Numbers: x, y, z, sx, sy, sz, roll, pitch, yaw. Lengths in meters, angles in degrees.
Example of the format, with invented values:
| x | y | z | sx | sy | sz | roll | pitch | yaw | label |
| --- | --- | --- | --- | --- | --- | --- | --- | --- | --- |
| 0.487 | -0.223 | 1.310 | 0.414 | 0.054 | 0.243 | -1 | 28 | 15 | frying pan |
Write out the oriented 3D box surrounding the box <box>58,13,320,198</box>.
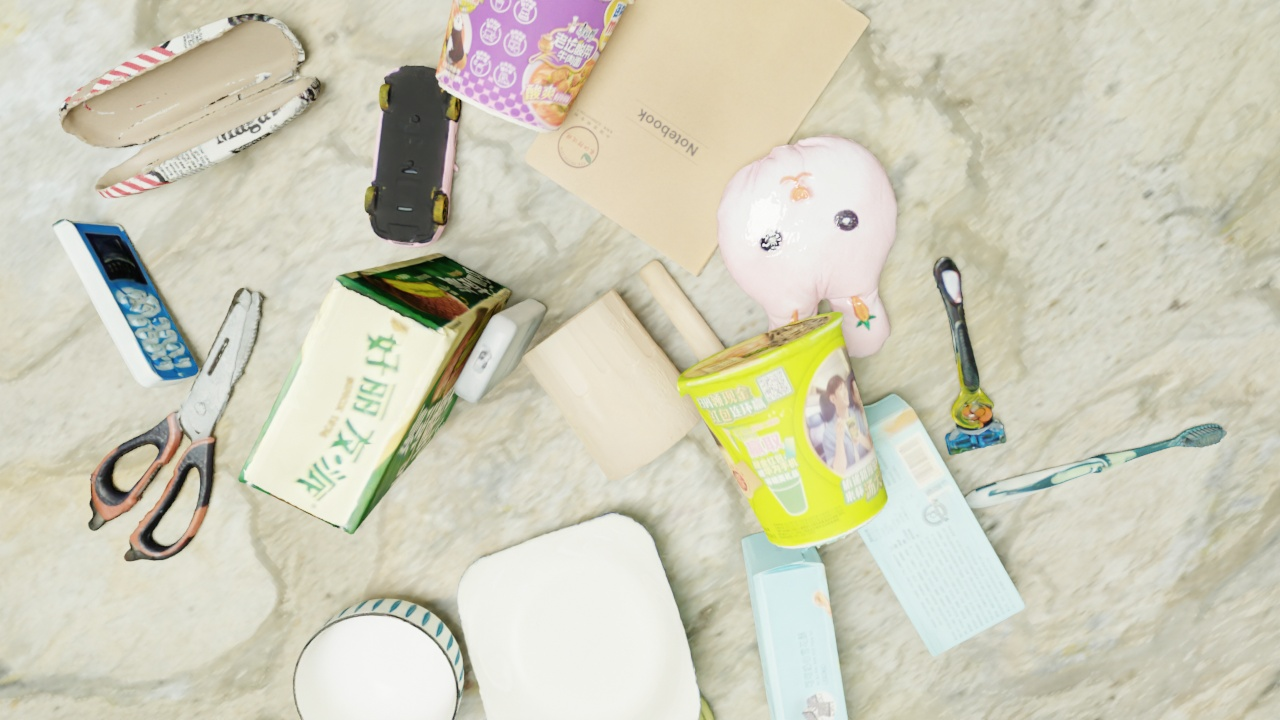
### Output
| x | y | z | sx | sy | sz | roll | pitch | yaw | label |
| --- | --- | --- | --- | --- | --- | --- | --- | --- | --- |
| -0.288 | -0.155 | 0.601 | 0.163 | 0.076 | 0.087 | -25 | 78 | 2 | box |

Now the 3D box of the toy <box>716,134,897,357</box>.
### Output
| x | y | z | sx | sy | sz | roll | pitch | yaw | label |
| --- | --- | --- | --- | --- | --- | --- | --- | --- | --- |
| 0.119 | -0.069 | 0.623 | 0.121 | 0.054 | 0.159 | -17 | 107 | 4 | toy |

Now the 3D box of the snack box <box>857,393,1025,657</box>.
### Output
| x | y | z | sx | sy | sz | roll | pitch | yaw | label |
| --- | --- | --- | --- | --- | --- | --- | --- | --- | --- |
| 0.194 | 0.115 | 0.651 | 0.074 | 0.051 | 0.175 | -31 | 97 | 7 | snack box |

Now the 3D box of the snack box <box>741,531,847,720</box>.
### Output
| x | y | z | sx | sy | sz | roll | pitch | yaw | label |
| --- | --- | --- | --- | --- | --- | --- | --- | --- | --- |
| 0.112 | 0.214 | 0.656 | 0.051 | 0.074 | 0.175 | -10 | 99 | 1 | snack box |

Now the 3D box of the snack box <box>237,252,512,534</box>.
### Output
| x | y | z | sx | sy | sz | roll | pitch | yaw | label |
| --- | --- | --- | --- | --- | --- | --- | --- | --- | --- |
| -0.140 | 0.003 | 0.540 | 0.063 | 0.240 | 0.114 | 28 | 97 | -6 | snack box |

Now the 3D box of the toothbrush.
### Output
| x | y | z | sx | sy | sz | roll | pitch | yaw | label |
| --- | --- | --- | --- | --- | --- | --- | --- | --- | --- |
| 0.326 | 0.077 | 0.660 | 0.191 | 0.018 | 0.016 | -17 | 99 | 3 | toothbrush |

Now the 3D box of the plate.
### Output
| x | y | z | sx | sy | sz | roll | pitch | yaw | label |
| --- | --- | --- | --- | --- | --- | --- | --- | --- | --- |
| -0.043 | 0.203 | 0.655 | 0.164 | 0.034 | 0.163 | -21 | 78 | 15 | plate |

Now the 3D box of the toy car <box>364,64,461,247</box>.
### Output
| x | y | z | sx | sy | sz | roll | pitch | yaw | label |
| --- | --- | --- | --- | --- | --- | --- | --- | --- | --- |
| -0.152 | -0.137 | 0.621 | 0.056 | 0.037 | 0.122 | 7 | 87 | -4 | toy car |

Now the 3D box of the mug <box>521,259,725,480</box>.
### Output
| x | y | z | sx | sy | sz | roll | pitch | yaw | label |
| --- | --- | --- | --- | --- | --- | --- | --- | --- | --- |
| -0.004 | 0.004 | 0.626 | 0.124 | 0.084 | 0.103 | -39 | 96 | -18 | mug |

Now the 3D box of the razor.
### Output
| x | y | z | sx | sy | sz | roll | pitch | yaw | label |
| --- | --- | --- | --- | --- | --- | --- | --- | --- | --- |
| 0.228 | -0.003 | 0.646 | 0.042 | 0.022 | 0.143 | -13 | 99 | 1 | razor |

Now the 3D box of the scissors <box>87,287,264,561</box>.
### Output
| x | y | z | sx | sy | sz | roll | pitch | yaw | label |
| --- | --- | --- | --- | --- | --- | --- | --- | --- | --- |
| -0.336 | 0.041 | 0.661 | 0.185 | 0.015 | 0.209 | -8 | 99 | 2 | scissors |

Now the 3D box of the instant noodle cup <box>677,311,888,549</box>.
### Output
| x | y | z | sx | sy | sz | roll | pitch | yaw | label |
| --- | --- | --- | --- | --- | --- | --- | --- | --- | --- |
| 0.096 | 0.047 | 0.575 | 0.112 | 0.111 | 0.123 | -22 | 95 | 4 | instant noodle cup |

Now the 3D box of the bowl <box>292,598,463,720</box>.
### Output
| x | y | z | sx | sy | sz | roll | pitch | yaw | label |
| --- | --- | --- | --- | --- | --- | --- | --- | --- | --- |
| -0.182 | 0.223 | 0.664 | 0.116 | 0.066 | 0.116 | 0 | 99 | 1 | bowl |

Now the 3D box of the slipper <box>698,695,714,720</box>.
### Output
| x | y | z | sx | sy | sz | roll | pitch | yaw | label |
| --- | --- | --- | --- | --- | --- | --- | --- | --- | --- |
| 0.007 | 0.318 | 0.640 | 0.091 | 0.082 | 0.190 | 21 | 66 | -7 | slipper |

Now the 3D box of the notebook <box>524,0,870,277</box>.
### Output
| x | y | z | sx | sy | sz | roll | pitch | yaw | label |
| --- | --- | --- | --- | --- | --- | --- | --- | --- | --- |
| 0.037 | -0.183 | 0.625 | 0.148 | 0.008 | 0.208 | 34 | 98 | -5 | notebook |

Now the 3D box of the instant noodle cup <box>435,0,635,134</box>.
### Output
| x | y | z | sx | sy | sz | roll | pitch | yaw | label |
| --- | --- | --- | --- | --- | --- | --- | --- | --- | --- |
| -0.074 | -0.204 | 0.576 | 0.111 | 0.111 | 0.099 | 25 | 106 | -4 | instant noodle cup |

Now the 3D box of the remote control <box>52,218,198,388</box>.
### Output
| x | y | z | sx | sy | sz | roll | pitch | yaw | label |
| --- | --- | --- | --- | --- | --- | --- | --- | --- | --- |
| -0.348 | -0.039 | 0.622 | 0.024 | 0.049 | 0.125 | -28 | 90 | 9 | remote control |

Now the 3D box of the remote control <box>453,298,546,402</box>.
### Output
| x | y | z | sx | sy | sz | roll | pitch | yaw | label |
| --- | --- | --- | --- | --- | --- | --- | --- | --- | --- |
| -0.088 | -0.010 | 0.589 | 0.020 | 0.136 | 0.056 | 29 | 99 | -2 | remote control |
